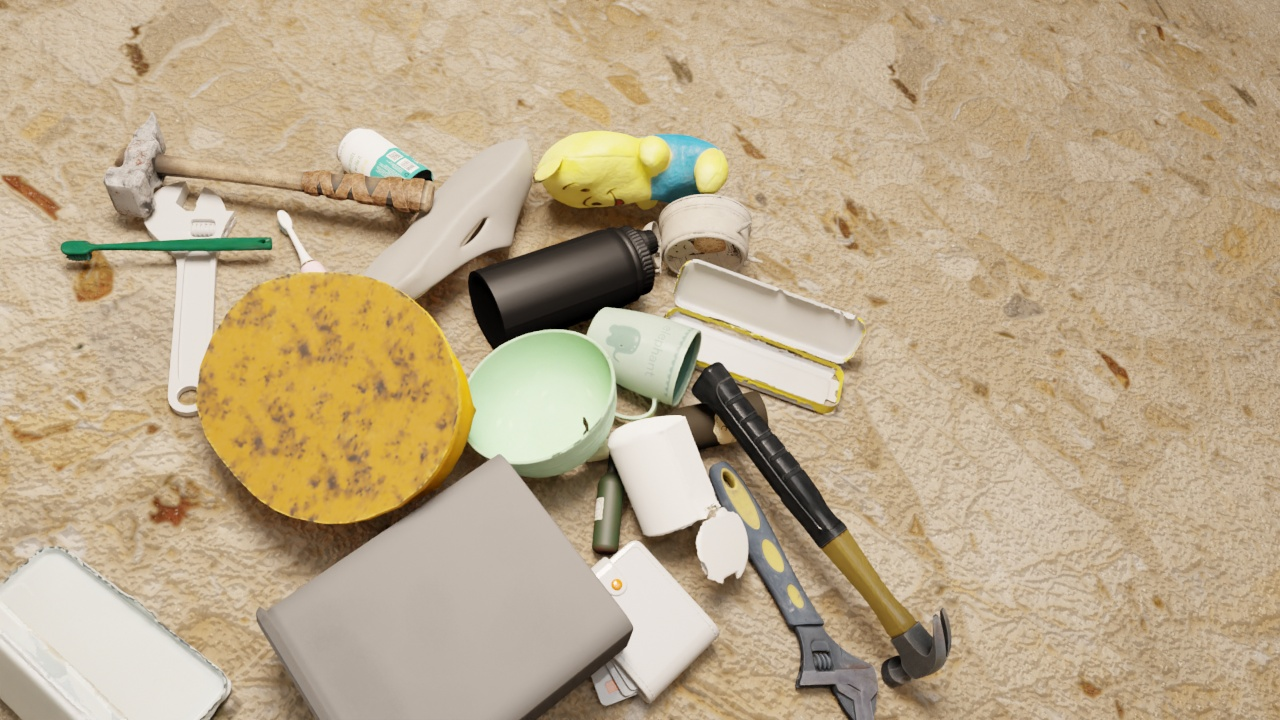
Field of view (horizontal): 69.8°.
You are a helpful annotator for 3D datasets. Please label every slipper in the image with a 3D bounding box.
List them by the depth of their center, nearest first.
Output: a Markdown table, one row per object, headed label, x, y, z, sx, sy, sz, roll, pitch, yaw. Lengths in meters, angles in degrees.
| label | x | y | z | sx | sy | sz | roll | pitch | yaw |
| --- | --- | --- | --- | --- | --- | --- | --- | --- | --- |
| slipper | -0.188 | -0.129 | 0.970 | 0.113 | 0.080 | 0.265 | -7 | 40 | 37 |

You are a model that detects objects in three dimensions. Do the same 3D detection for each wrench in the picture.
| label | x | y | z | sx | sy | sz | roll | pitch | yaw |
| --- | --- | --- | --- | --- | --- | --- | --- | --- | --- |
| wrench | 0.136 | 0.212 | 0.855 | 0.073 | 0.022 | 0.273 | -18 | 64 | -23 |
| wrench | -0.450 | -0.067 | 0.904 | 0.086 | 0.018 | 0.272 | -3 | 60 | -15 |

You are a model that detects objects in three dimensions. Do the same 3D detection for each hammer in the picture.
| label | x | y | z | sx | sy | sz | roll | pitch | yaw |
| --- | --- | --- | --- | --- | --- | --- | --- | --- | --- |
| hammer | 0.158 | 0.139 | 0.832 | 0.025 | 0.118 | 0.333 | -28 | 73 | -29 |
| hammer | -0.375 | -0.188 | 0.945 | 0.318 | 0.049 | 0.121 | 6 | 51 | -4 |

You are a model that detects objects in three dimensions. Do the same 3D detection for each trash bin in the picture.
| label | x | y | z | sx | sy | sz | roll | pitch | yaw |
| --- | --- | --- | --- | --- | --- | --- | --- | --- | --- |
| trash bin | -0.149 | 0.215 | 0.725 | 0.219 | 0.098 | 0.192 | -34 | 70 | -20 |

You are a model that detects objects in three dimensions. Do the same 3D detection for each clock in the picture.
| label | x | y | z | sx | sy | sz | roll | pitch | yaw |
| --- | --- | --- | --- | --- | --- | --- | --- | --- | --- |
| clock | 0.051 | -0.128 | 1.017 | 0.157 | 0.103 | 0.061 | -5 | 63 | 14 |

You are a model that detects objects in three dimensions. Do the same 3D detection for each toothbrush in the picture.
| label | x | y | z | sx | sy | sz | roll | pitch | yaw |
| --- | --- | --- | --- | --- | --- | --- | --- | --- | --- |
| toothbrush | -0.465 | -0.111 | 0.907 | 0.189 | 0.017 | 0.016 | -3 | 61 | -15 |
| toothbrush | -0.321 | -0.071 | 0.929 | 0.027 | 0.027 | 0.222 | -18 | 62 | -37 |

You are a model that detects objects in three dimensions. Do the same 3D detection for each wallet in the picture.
| label | x | y | z | sx | sy | sz | roll | pitch | yaw |
| --- | --- | --- | --- | --- | --- | --- | --- | --- | --- |
| wallet | -0.012 | 0.233 | 0.800 | 0.115 | 0.038 | 0.118 | -38 | 73 | -24 |

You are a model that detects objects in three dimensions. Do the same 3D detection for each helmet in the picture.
| label | x | y | z | sx | sy | sz | roll | pitch | yaw |
| --- | --- | --- | --- | --- | --- | --- | --- | --- | --- |
| helmet | -0.243 | 0.041 | 0.809 | 0.255 | 0.131 | 0.205 | 22 | 83 | 22 |

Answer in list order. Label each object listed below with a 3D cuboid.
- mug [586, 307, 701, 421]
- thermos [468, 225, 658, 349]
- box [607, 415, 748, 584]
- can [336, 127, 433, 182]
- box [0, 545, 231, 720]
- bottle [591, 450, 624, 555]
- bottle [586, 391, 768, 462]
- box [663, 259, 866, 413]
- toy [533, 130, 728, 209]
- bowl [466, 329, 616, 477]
| label | x | y | z | sx | sy | sz | roll | pitch | yaw |
| --- | --- | --- | --- | --- | --- | --- | --- | --- | --- |
| mug | -0.005 | 0.005 | 0.926 | 0.104 | 0.084 | 0.111 | 19 | 81 | 12 |
| thermos | -0.070 | -0.082 | 0.957 | 0.198 | 0.086 | 0.086 | -22 | 65 | -24 |
| box | 0.034 | 0.130 | 0.841 | 0.083 | 0.093 | 0.166 | -23 | 93 | -56 |
| can | -0.280 | -0.210 | 1.010 | 0.101 | 0.055 | 0.054 | 35 | 57 | 10 |
| box | -0.418 | 0.215 | 0.702 | 0.215 | 0.106 | 0.126 | 37 | 34 | 12 |
| bottle | -0.029 | 0.128 | 0.859 | 0.025 | 0.025 | 0.106 | 8 | 67 | -8 |
| bottle | 0.033 | 0.071 | 0.909 | 0.184 | 0.045 | 0.045 | -12 | 61 | -11 |
| box | 0.127 | -0.026 | 0.986 | 0.210 | 0.057 | 0.117 | 20 | 92 | 1 |
| toy | -0.011 | -0.211 | 1.021 | 0.214 | 0.149 | 0.084 | 1 | 81 | -5 |
| bowl | -0.087 | 0.050 | 0.862 | 0.151 | 0.077 | 0.150 | -9 | 51 | 11 |
